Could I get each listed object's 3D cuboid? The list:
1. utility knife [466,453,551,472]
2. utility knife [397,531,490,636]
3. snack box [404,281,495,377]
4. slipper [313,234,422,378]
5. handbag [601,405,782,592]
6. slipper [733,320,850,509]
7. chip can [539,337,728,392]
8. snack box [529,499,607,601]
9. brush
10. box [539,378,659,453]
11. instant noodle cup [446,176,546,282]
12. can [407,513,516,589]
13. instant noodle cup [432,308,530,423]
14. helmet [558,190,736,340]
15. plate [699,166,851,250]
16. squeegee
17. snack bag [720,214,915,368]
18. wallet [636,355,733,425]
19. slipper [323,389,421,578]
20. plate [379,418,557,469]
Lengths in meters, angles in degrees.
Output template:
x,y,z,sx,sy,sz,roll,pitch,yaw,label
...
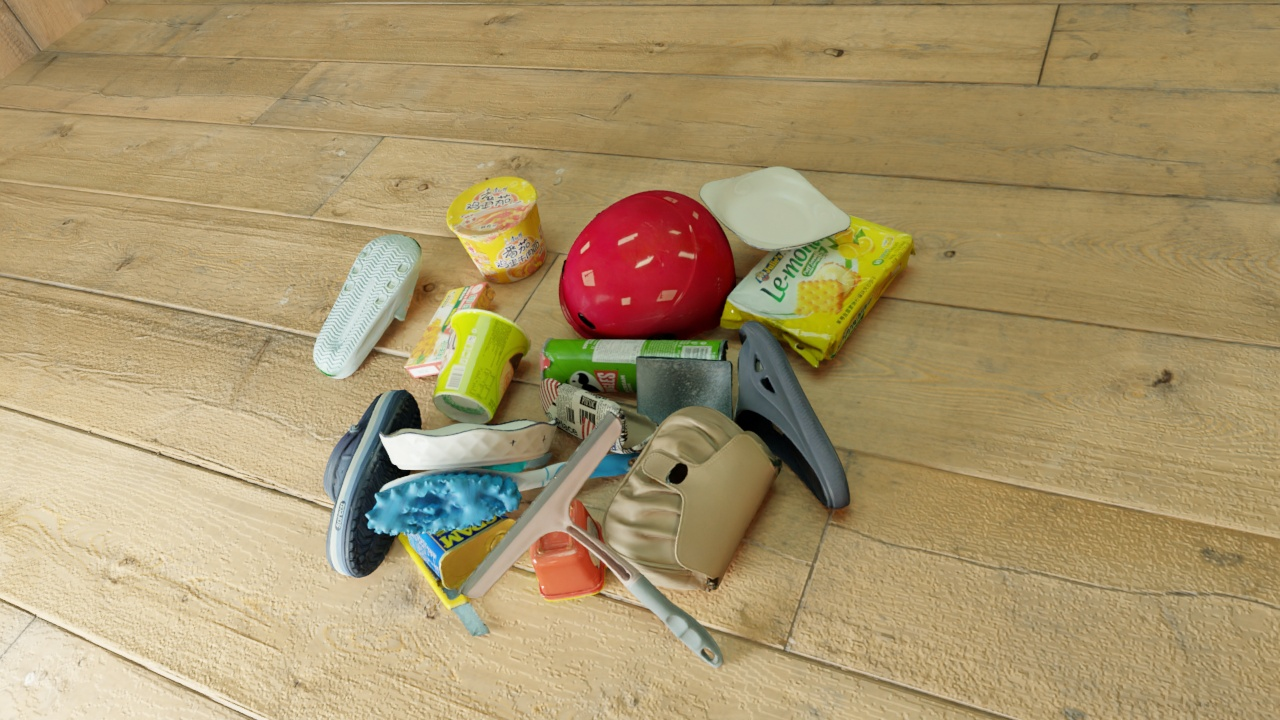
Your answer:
x,y,z,sx,sy,sz,roll,pitch,yaw,label
-0.198,0.138,1.136,0.183,0.013,0.029,-13,46,5,utility knife
-0.226,0.244,1.044,0.033,0.015,0.202,-37,49,-15,utility knife
-0.269,-0.044,1.304,0.077,0.027,0.155,-8,44,33,snack box
-0.392,-0.078,1.357,0.104,0.074,0.245,16,70,27,slipper
0.053,0.146,0.995,0.148,0.100,0.204,19,60,27,handbag
0.149,0.062,1.042,0.083,0.111,0.267,-22,49,-1,slipper
-0.007,0.007,1.160,0.236,0.072,0.072,1,48,17,chip can
-0.080,0.202,0.995,0.082,0.080,0.091,-11,46,6,snack box
-0.139,0.139,1.022,0.314,0.060,0.109,-5,8,-9,brush
-0.056,0.060,1.101,0.075,0.086,0.162,-42,38,-24,box
-0.208,-0.191,1.377,0.138,0.110,0.137,-8,46,8,instant noodle cup
-0.203,0.198,1.041,0.101,0.057,0.083,-28,42,-31,can
-0.214,0.014,1.199,0.112,0.112,0.123,4,58,19,instant noodle cup
0.006,-0.125,1.185,0.240,0.144,0.207,-21,74,-6,helmet
0.172,-0.191,1.201,0.163,0.034,0.164,-18,49,-24,plate
-0.013,0.219,0.922,0.249,0.040,0.248,41,100,2,squeegee
0.235,-0.098,1.191,0.158,0.068,0.245,26,58,32,snack bag
0.052,0.044,1.101,0.121,0.097,0.019,3,14,19,wallet
-0.338,0.137,1.113,0.095,0.105,0.252,-4,48,14,slipper
-0.198,0.097,1.074,0.205,0.204,0.045,-4,88,13,plate
